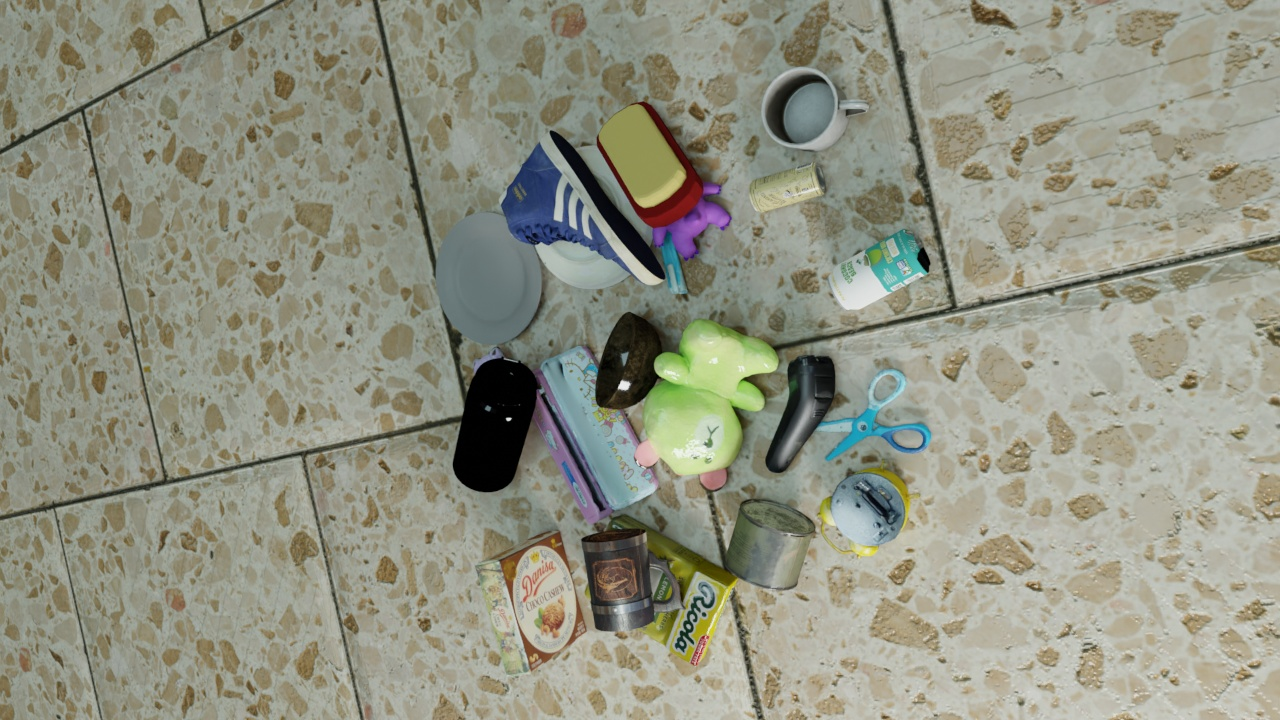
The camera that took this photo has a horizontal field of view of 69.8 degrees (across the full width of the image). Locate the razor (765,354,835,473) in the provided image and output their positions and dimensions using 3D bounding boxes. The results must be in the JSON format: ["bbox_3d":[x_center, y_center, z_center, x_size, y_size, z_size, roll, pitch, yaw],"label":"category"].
[{"bbox_3d":[0.179,0.060,1.064,0.067,0.053,0.152,46,124,45],"label":"razor"}]

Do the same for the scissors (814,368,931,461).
[{"bbox_3d":[0.264,0.082,1.039,0.140,0.013,0.118,-46,74,20],"label":"scissors"}]

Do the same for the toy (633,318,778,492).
[{"bbox_3d":[0.071,0.046,1.078,0.197,0.150,0.107,-61,28,21],"label":"toy"}]

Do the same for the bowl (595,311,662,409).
[{"bbox_3d":[-0.007,0.007,1.121,0.056,0.121,0.121,18,107,-17],"label":"bowl"}]

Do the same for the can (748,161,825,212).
[{"bbox_3d":[0.166,-0.196,1.042,0.080,0.038,0.038,-12,90,27],"label":"can"}]

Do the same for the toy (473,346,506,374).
[{"bbox_3d":[-0.199,0.038,1.248,0.080,0.036,0.099,-26,85,36],"label":"toy"}]

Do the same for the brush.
[{"bbox_3d":[0.005,-0.236,1.077,0.082,0.042,0.173,-35,58,12],"label":"brush"}]

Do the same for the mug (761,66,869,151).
[{"bbox_3d":[0.196,-0.272,1.001,0.113,0.070,0.084,6,98,25],"label":"mug"}]

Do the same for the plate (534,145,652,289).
[{"bbox_3d":[-0.070,-0.181,1.161,0.183,0.034,0.182,3,97,26],"label":"plate"}]

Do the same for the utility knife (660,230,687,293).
[{"bbox_3d":[0.031,-0.162,1.124,0.022,0.015,0.167,-10,93,26],"label":"utility knife"}]

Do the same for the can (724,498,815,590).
[{"bbox_3d":[0.149,0.214,1.066,0.090,0.089,0.075,20,104,23],"label":"can"}]

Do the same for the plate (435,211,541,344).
[{"bbox_3d":[-0.205,-0.111,1.244,0.179,0.012,0.178,4,99,29],"label":"plate"}]

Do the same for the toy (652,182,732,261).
[{"bbox_3d":[0.050,-0.178,1.090,0.106,0.056,0.088,-43,66,3],"label":"toy"}]

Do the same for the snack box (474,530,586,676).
[{"bbox_3d":[-0.138,0.310,1.188,0.041,0.143,0.147,-17,88,27],"label":"snack box"}]

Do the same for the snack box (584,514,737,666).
[{"bbox_3d":[0.020,0.287,1.162,0.181,0.045,0.121,27,106,21],"label":"snack box"}]

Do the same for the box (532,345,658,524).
[{"bbox_3d":[-0.068,0.096,1.195,0.214,0.091,0.090,62,158,8],"label":"box"}]

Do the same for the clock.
[{"bbox_3d":[0.251,0.170,1.030,0.083,0.057,0.119,47,112,14],"label":"clock"}]

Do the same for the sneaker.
[{"bbox_3d":[-0.084,-0.150,1.100,0.119,0.091,0.233,-40,77,19],"label":"sneaker"}]

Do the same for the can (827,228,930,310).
[{"bbox_3d":[0.259,-0.097,0.998,0.102,0.054,0.055,-29,83,26],"label":"can"}]

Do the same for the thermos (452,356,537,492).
[{"bbox_3d":[-0.184,0.077,1.173,0.086,0.085,0.199,39,137,17],"label":"thermos"}]

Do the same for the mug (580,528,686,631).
[{"bbox_3d":[-0.008,0.263,1.116,0.116,0.080,0.107,-7,89,1],"label":"mug"}]
